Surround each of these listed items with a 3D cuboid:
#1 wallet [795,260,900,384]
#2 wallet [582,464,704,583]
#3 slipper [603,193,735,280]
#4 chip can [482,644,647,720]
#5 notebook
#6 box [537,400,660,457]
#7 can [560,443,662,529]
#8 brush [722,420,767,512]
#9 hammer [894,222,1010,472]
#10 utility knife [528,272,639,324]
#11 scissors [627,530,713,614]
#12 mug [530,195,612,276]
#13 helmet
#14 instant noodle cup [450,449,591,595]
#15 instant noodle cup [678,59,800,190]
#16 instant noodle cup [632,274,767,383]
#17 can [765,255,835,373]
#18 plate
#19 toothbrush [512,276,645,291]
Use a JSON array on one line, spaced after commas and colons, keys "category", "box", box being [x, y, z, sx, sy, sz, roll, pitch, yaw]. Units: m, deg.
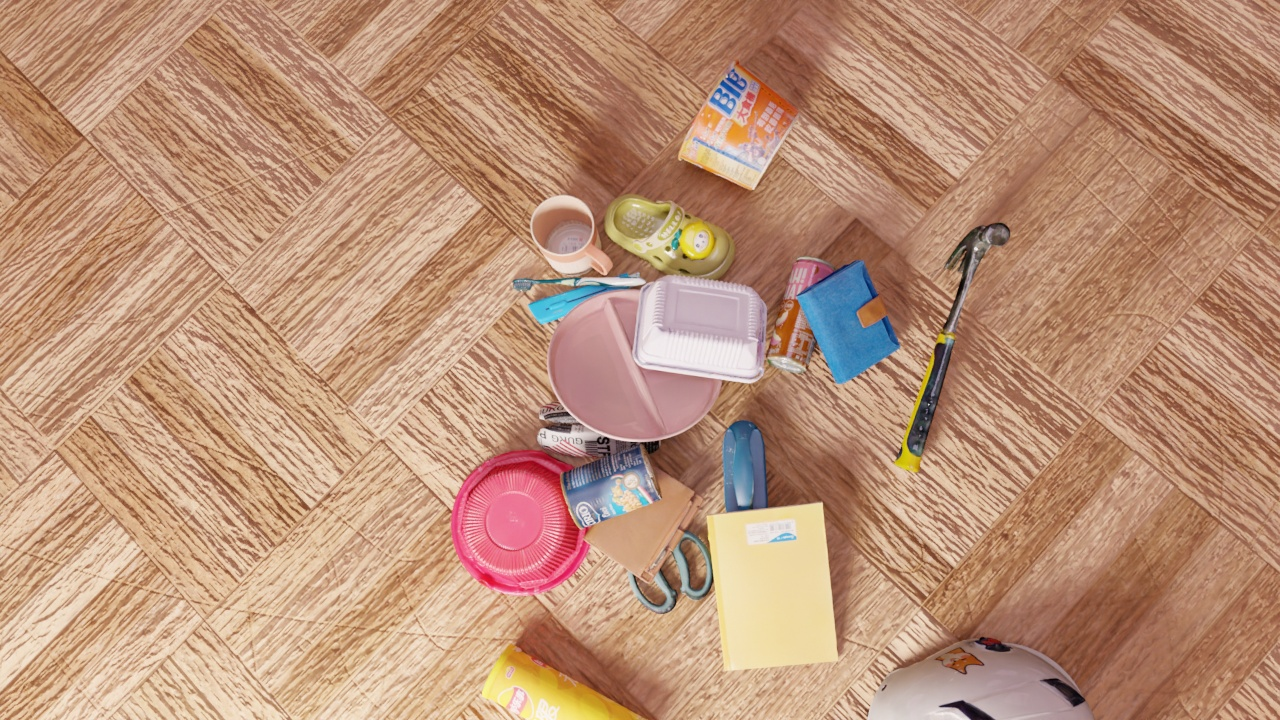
[{"category": "wallet", "box": [0.270, -0.050, 1.187, 0.106, 0.040, 0.133, -30, 102, -18]}, {"category": "wallet", "box": [0.004, 0.203, 1.176, 0.108, 0.031, 0.131, 30, 81, 18]}, {"category": "slipper", "box": [0.034, -0.170, 1.237, 0.190, 0.081, 0.091, 26, 85, 11]}, {"category": "chip can", "box": [-0.088, 0.434, 1.137, 0.213, 0.072, 0.072, 26, 82, 8]}, {"category": "notebook", "box": [0.165, 0.283, 1.143, 0.146, 0.010, 0.206, -7, 97, 4]}, {"category": "box", "box": [-0.053, 0.077, 1.212, 0.163, 0.076, 0.087, 1, 57, 7]}, {"category": "can", "box": [-0.035, 0.156, 1.144, 0.111, 0.075, 0.075, -21, 78, 4]}, {"category": "brush", "box": [0.133, 0.147, 1.171, 0.055, 0.073, 0.143, -3, 80, 10]}, {"category": "hammer", "box": [0.389, -0.015, 1.174, 0.032, 0.126, 0.323, 17, 91, 0]}, {"category": "utility knife", "box": [-0.075, -0.088, 1.261, 0.159, 0.018, 0.034, -19, 78, -1]}, {"category": "scissors", "box": [0.044, 0.232, 1.190, 0.130, 0.019, 0.185, -5, 80, 5]}, {"category": "mug", "box": [-0.085, -0.156, 1.230, 0.114, 0.106, 0.081, 37, 84, 10]}, {"category": "helmet", "box": [0.406, 0.444, 1.051, 0.274, 0.157, 0.230, -10, 79, 3]}, {"category": "instant noodle cup", "box": [-0.158, 0.208, 1.189, 0.194, 0.066, 0.193, -1, 78, 4]}, {"category": "instant noodle cup", "box": [0.135, -0.307, 1.225, 0.111, 0.151, 0.151, 32, 83, 1]}, {"category": "instant noodle cup", "box": [0.083, -0.051, 1.191, 0.173, 0.060, 0.137, 9, 58, -3]}, {"category": "can", "box": [0.212, -0.060, 1.212, 0.058, 0.058, 0.147, 17, 81, 7]}, {"category": "plate", "box": [-0.007, 0.007, 1.196, 0.229, 0.028, 0.229, 3, 59, -5]}, {"category": "toothbrush", "box": [-0.086, -0.104, 1.252, 0.192, 0.016, 0.018, 1, 62, 14]}]
